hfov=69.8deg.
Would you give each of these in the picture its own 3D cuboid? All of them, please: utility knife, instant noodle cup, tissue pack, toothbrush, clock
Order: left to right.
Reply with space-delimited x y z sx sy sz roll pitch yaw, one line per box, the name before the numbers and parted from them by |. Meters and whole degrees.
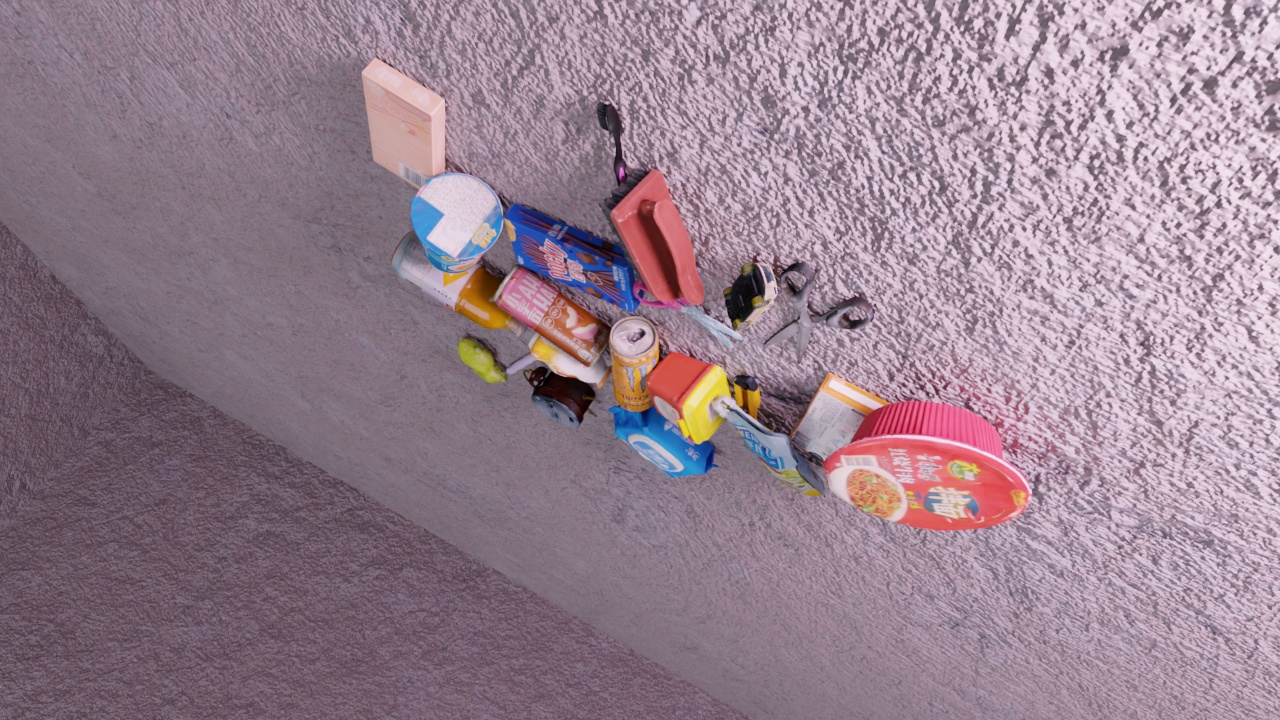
instant noodle cup | -0.209 -0.147 1.038 0.099 0.099 0.110 35 164 -5
toothbrush | -0.160 0.001 1.331 0.190 0.029 0.021 -20 83 62
clock | -0.121 0.049 1.330 0.122 0.055 0.082 26 155 17
toothbrush | -0.019 -0.168 0.857 0.018 0.014 0.189 33 158 24
tissue pack | 0.027 0.109 1.269 0.157 0.052 0.095 40 154 -16
utility knife | 0.132 0.071 1.120 0.033 0.015 0.193 25 155 23
instant noodle cup | 0.280 0.098 0.904 0.194 0.065 0.194 12 150 7

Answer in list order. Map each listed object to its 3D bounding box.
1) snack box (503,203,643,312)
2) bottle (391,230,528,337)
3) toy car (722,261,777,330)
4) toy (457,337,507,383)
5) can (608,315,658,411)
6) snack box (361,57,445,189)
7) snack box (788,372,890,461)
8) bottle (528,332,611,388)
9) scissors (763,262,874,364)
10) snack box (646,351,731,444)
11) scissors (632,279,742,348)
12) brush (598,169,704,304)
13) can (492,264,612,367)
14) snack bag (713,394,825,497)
snack box | -0.073 -0.112 1.008 0.157 0.026 0.085 24 154 18
bottle | -0.223 -0.094 1.169 0.189 0.067 0.068 32 156 0
toy car | 0.107 -0.062 0.873 0.091 0.035 0.042 121 134 -66
toy | -0.249 0.002 1.422 0.100 0.031 0.097 44 155 -24
can | -0.007 0.007 1.112 0.058 0.058 0.146 26 155 15
snack box | -0.248 -0.242 0.973 0.084 0.026 0.158 32 155 2
snack box | 0.216 0.071 1.008 0.075 0.026 0.154 29 155 9
bottle | -0.087 -0.008 1.174 0.108 0.063 0.063 34 156 -3
scissors | 0.162 -0.038 0.885 0.171 0.014 0.159 8 147 44
snack box | 0.055 0.041 1.083 0.080 0.081 0.091 29 158 32
scissors | 0.049 -0.050 0.982 0.077 0.017 0.137 -24 124 41
brush | 0.020 -0.106 0.866 0.069 0.063 0.146 31 161 36
can | -0.105 -0.054 1.116 0.147 0.057 0.058 35 156 -5
snack bag | 0.154 0.103 1.077 0.110 0.039 0.191 43 179 38
